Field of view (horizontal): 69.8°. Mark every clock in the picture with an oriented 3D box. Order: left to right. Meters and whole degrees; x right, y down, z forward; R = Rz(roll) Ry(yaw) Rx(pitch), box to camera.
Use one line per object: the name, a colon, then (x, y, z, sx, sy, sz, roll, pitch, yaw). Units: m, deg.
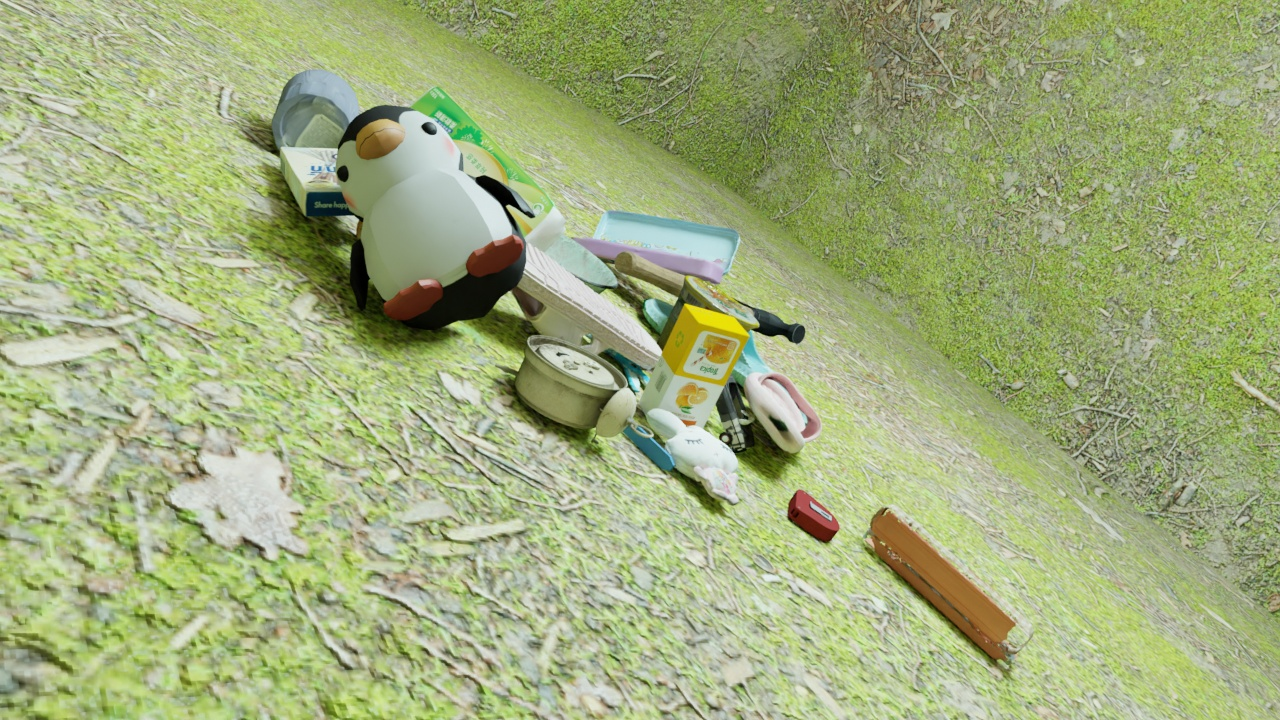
clock: (-0.049, 0.031, 0.777, 0.141, 0.055, 0.092, 32, 15, 21)

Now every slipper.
slipper: (-0.070, -0.041, 0.926, 0.239, 0.064, 0.094, 32, 17, -44)
slipper: (0.126, -0.011, 1.208, 0.276, 0.069, 0.115, 37, 14, 9)
slipper: (0.162, 0.055, 1.046, 0.107, 0.056, 0.221, 54, 10, 4)

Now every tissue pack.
tissue pack: (-0.178, -0.172, 0.985, 0.197, 0.120, 0.141, 52, -5, 8)

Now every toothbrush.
toothbrush: (-0.031, 0.044, 0.840, 0.166, 0.016, 0.014, 42, 18, 24)

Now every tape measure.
tape measure: (0.173, 0.153, 0.912, 0.051, 0.019, 0.059, 34, 16, 3)

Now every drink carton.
drink carton: (0.050, 0.013, 0.902, 0.058, 0.123, 0.040, 13, 24, -26)

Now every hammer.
hammer: (0.078, -0.083, 1.177, 0.305, 0.040, 0.132, 18, 4, -46)

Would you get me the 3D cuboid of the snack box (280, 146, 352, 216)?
snack box: (-0.286, -0.170, 0.863, 0.081, 0.026, 0.150, -4, 28, -28)

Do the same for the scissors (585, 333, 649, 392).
scissors: (-0.004, 0.008, 1.004, 0.113, 0.013, 0.140, 16, 22, -50)

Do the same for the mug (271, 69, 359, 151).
mug: (-0.333, -0.244, 0.986, 0.124, 0.084, 0.104, 46, 10, -30)

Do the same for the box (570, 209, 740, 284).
box: (0.021, -0.153, 1.275, 0.214, 0.062, 0.139, 13, 35, 21)

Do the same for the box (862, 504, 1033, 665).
box: (0.306, 0.220, 0.917, 0.187, 0.054, 0.076, 44, -13, 26)

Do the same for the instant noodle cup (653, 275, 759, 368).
instant noodle cup: (0.067, -0.027, 1.061, 0.102, 0.108, 0.102, 31, 17, -10)

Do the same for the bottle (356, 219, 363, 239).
bottle: (-0.209, -0.110, 0.858, 0.109, 0.063, 0.063, 22, 15, 8)

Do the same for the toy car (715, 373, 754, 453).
toy car: (0.098, 0.052, 0.978, 0.040, 0.037, 0.092, 1, 69, -64)

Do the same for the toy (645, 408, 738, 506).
toy: (0.055, 0.086, 0.845, 0.076, 0.037, 0.125, 22, 17, -32)

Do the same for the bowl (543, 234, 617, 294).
bowl: (-0.104, -0.119, 1.121, 0.157, 0.039, 0.157, 31, 17, -11)

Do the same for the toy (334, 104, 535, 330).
toy: (-0.183, -0.125, 0.772, 0.184, 0.159, 0.140, 60, -5, 13)
